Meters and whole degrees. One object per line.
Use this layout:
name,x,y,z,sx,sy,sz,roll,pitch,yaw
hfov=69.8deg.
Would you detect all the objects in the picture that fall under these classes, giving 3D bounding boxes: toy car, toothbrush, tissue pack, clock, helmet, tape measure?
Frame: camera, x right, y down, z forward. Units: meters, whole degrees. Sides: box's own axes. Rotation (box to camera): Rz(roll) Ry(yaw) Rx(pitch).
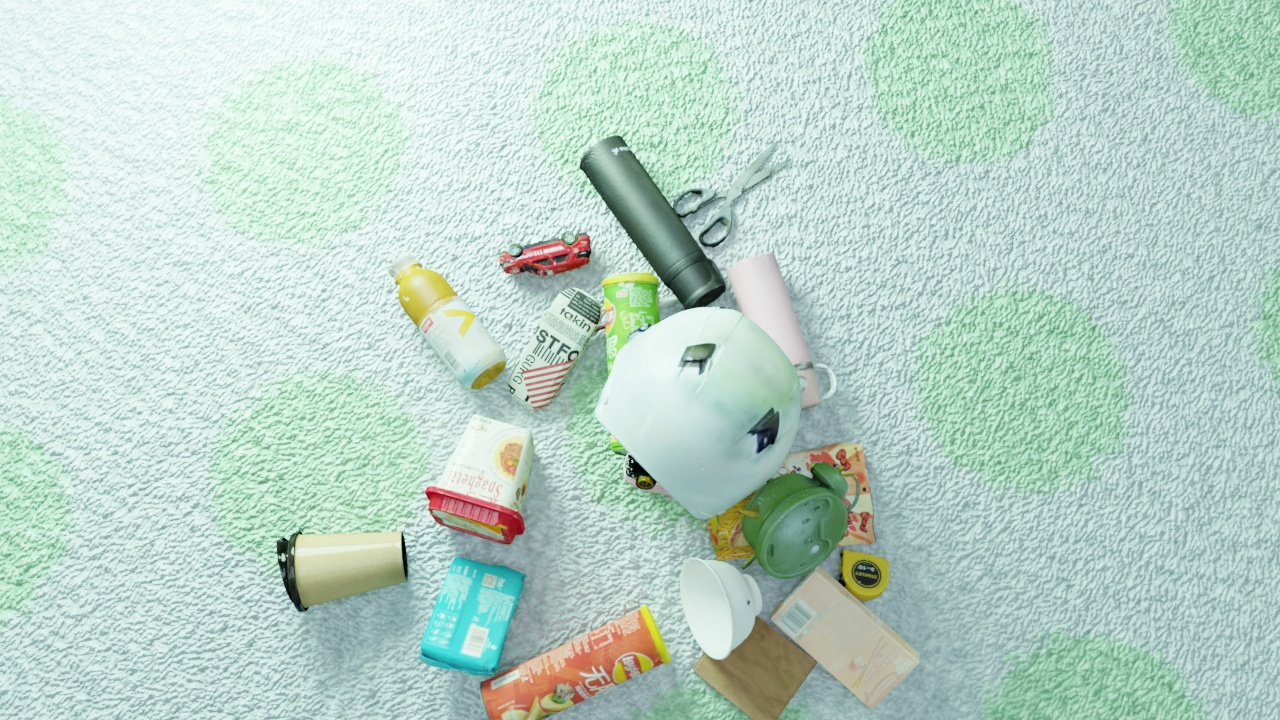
toy car,-0.120,-0.132,1.171,0.120,0.053,0.045,-12,81,-4
toothbrush,-0.022,-0.058,1.177,0.187,0.016,0.017,-21,70,-4
tissue pack,-0.196,0.298,1.077,0.093,0.050,0.133,15,60,2
clock,0.185,0.177,1.037,0.161,0.116,0.056,-21,37,-19
helmet,0.090,0.033,1.019,0.229,0.146,0.257,49,43,-3
tape measure,0.269,0.261,1.106,0.060,0.029,0.057,10,54,4
toy car,0.040,0.134,1.068,0.122,0.037,0.056,13,54,-4

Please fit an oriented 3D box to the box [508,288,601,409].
box,-0.107,-0.014,1.140,0.068,0.051,0.164,28,95,-7

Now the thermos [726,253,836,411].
thermos,0.179,-0.034,1.148,0.087,0.067,0.198,-17,79,-8

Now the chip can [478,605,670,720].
chip can,-0.076,0.361,1.065,0.216,0.073,0.073,-23,80,-5

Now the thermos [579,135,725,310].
thermos,0.021,-0.174,1.175,0.069,0.089,0.242,-42,77,34

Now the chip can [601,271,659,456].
chip can,-0.007,0.007,1.125,0.072,0.072,0.221,-3,85,-1

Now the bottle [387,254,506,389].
bottle,-0.245,-0.051,1.146,0.068,0.068,0.189,-38,81,-7

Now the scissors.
scissors,0.124,-0.219,1.212,0.165,0.014,0.163,1,78,-2

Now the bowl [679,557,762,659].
bowl,0.102,0.282,1.073,0.064,0.118,0.118,-9,78,-25

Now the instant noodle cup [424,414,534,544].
instant noodle cup,-0.182,0.140,1.094,0.116,0.117,0.124,15,68,3

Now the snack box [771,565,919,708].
snack box,0.241,0.326,1.083,0.157,0.026,0.084,41,104,7

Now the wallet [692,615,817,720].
wallet,0.136,0.365,1.095,0.115,0.020,0.101,36,79,9

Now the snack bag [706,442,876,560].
snack bag,0.181,0.173,1.116,0.207,0.073,0.128,-7,78,-9

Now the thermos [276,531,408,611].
thermos,-0.351,0.241,1.083,0.143,0.093,0.093,-7,79,-10
